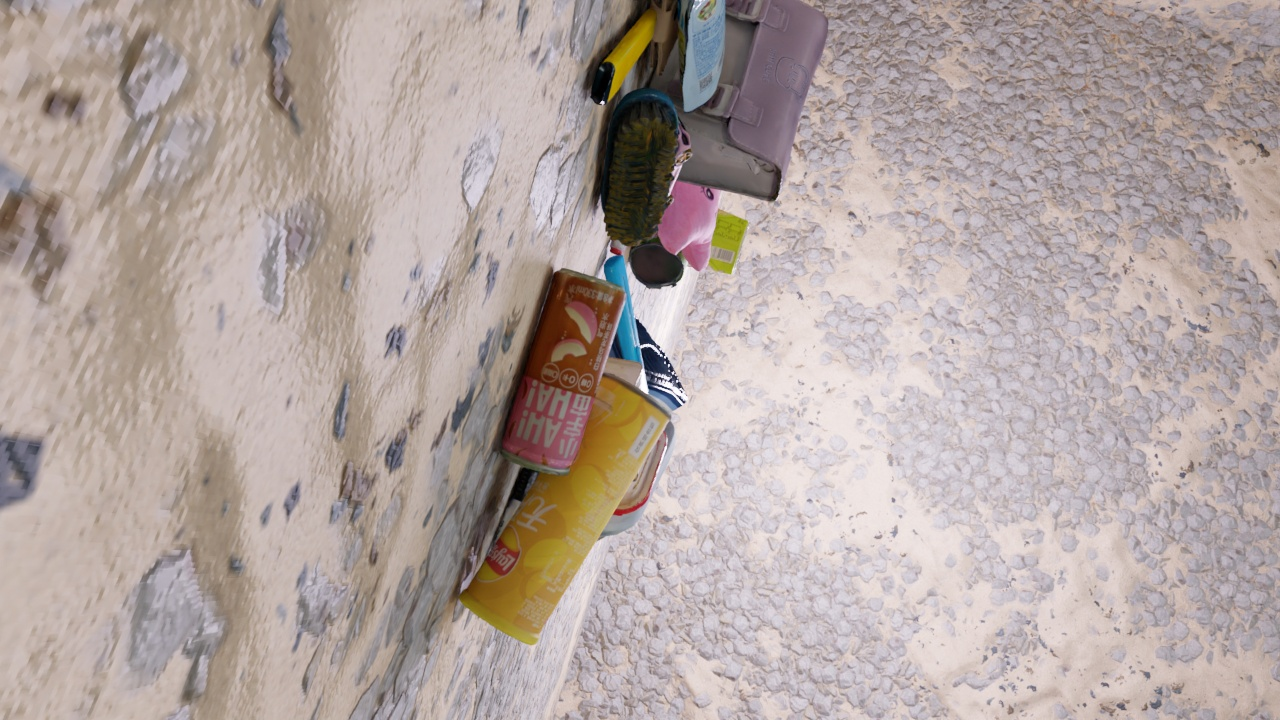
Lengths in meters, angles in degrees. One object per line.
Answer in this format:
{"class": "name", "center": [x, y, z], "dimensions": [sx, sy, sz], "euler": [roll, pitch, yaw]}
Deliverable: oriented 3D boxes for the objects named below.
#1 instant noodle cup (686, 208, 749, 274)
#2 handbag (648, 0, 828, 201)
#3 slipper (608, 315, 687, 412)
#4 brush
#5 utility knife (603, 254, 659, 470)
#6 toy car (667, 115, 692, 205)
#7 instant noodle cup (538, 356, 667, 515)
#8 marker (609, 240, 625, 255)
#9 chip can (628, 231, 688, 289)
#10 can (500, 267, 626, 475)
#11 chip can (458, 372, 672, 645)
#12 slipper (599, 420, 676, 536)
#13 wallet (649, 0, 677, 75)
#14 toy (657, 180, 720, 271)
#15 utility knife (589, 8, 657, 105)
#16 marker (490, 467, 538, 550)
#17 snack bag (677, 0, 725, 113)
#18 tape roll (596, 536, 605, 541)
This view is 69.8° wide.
{"class": "instant noodle cup", "center": [0.087, -0.176, 1.307], "dimensions": [0.111, 0.123, 0.111], "euler": [20, 87, -85]}
{"class": "handbag", "center": [0.089, -0.262, 0.872], "dimensions": [0.099, 0.145, 0.196], "euler": [104, 5, -66]}
{"class": "slipper", "center": [-0.012, 0.017, 1.108], "dimensions": [0.095, 0.105, 0.252], "euler": [-31, 163, 8]}
{"class": "brush", "center": [-0.003, -0.162, 0.747], "dimensions": [0.144, 0.055, 0.073], "euler": [101, -13, -53]}
{"class": "utility knife", "center": [-0.006, 0.005, 0.928], "dimensions": [0.034, 0.018, 0.225], "euler": [-33, 113, -68]}
{"class": "toy car", "center": [0.010, -0.174, 0.807], "dimensions": [0.037, 0.056, 0.123], "euler": [-26, 165, -22]}
{"class": "instant noodle cup", "center": [-0.041, 0.065, 0.858], "dimensions": [0.124, 0.116, 0.116], "euler": [86, 19, -44]}
{"class": "marker", "center": [-0.002, -0.173, 0.918], "dimensions": [0.017, 0.017, 0.145], "euler": [83, 25, -79]}
{"class": "chip can", "center": [0.050, -0.187, 1.159], "dimensions": [0.072, 0.072, 0.235], "euler": [103, 7, -46]}
{"class": "can", "center": [-0.058, 0.008, 0.686], "dimensions": [0.058, 0.058, 0.147], "euler": [-6, 113, -85]}
{"class": "chip can", "center": [-0.058, 0.116, 0.732], "dimensions": [0.213, 0.072, 0.072], "euler": [-58, 173, -10]}
{"class": "slipper", "center": [-0.029, 0.106, 0.966], "dimensions": [0.244, 0.104, 0.074], "euler": [-43, 141, -56]}
{"class": "wallet", "center": [0.024, -0.294, 0.735], "dimensions": [0.115, 0.024, 0.087], "euler": [100, 4, -65]}
{"class": "toy", "center": [0.048, -0.194, 1.022], "dimensions": [0.178, 0.075, 0.194], "euler": [57, 34, -55]}
{"class": "utility knife", "center": [-0.011, -0.217, 0.650], "dimensions": [0.156, 0.015, 0.033], "euler": [-68, 180, -52]}
{"class": "marker", "center": [-0.117, 0.155, 0.795], "dimensions": [0.023, 0.018, 0.130], "euler": [122, -12, -69]}
{"class": "snack bag", "center": [0.049, -0.281, 0.712], "dimensions": [0.191, 0.039, 0.110], "euler": [78, 34, -75]}
{"class": "tape roll", "center": [-0.065, 0.163, 1.031], "dimensions": [0.013, 0.086, 0.086], "euler": [-52, 160, -74]}
